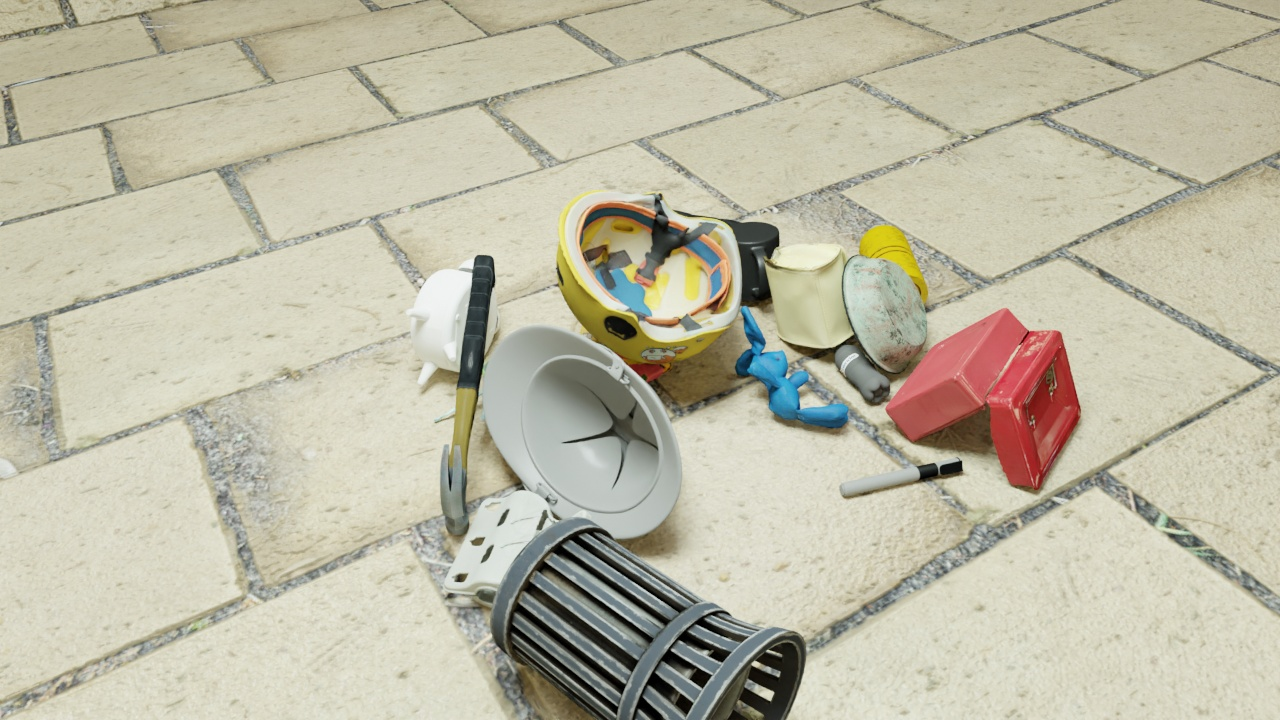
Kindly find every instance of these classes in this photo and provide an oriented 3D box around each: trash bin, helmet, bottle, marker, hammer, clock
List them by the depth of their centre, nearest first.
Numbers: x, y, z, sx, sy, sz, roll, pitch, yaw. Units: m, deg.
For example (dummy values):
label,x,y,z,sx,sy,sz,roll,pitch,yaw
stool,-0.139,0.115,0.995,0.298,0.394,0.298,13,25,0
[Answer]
label,x,y,z,sx,sy,sz,roll,pitch,yaw
trash bin,-0.003,0.242,0.771,0.228,0.164,0.163,26,47,35
helmet,-0.042,0.072,1.000,0.271,0.184,0.117,40,19,24
marker,0.285,0.128,1.005,0.140,0.016,0.016,-11,40,-10
hammer,-0.189,0.017,1.018,0.025,0.118,0.332,3,55,-4
helmet,-0.005,-0.088,1.106,0.240,0.140,0.208,19,52,-12
bottle,0.267,0.008,1.136,0.036,0.036,0.110,-15,41,-15
clock,-0.226,-0.050,1.162,0.073,0.125,0.160,13,36,18
bottle,0.349,-0.136,1.286,0.071,0.071,0.163,-1,39,1

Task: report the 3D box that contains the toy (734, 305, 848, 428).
label,x,y,z,sx,sy,sz,roll,pitch,yaw
toy,0.167,0.024,1.094,0.071,0.113,0.176,-41,72,-9

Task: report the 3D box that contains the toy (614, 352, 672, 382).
label,x,y,z,sx,sy,sz,roll,pitch,yaw
toy,-0.007,0.007,1.149,0.103,0.046,0.084,-20,30,-29

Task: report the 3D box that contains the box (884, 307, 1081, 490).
label,x,y,z,sx,sy,sz,roll,pitch,yaw
box,0.386,0.035,1.051,0.169,0.154,0.156,5,34,44

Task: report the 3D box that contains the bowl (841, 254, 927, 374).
label,x,y,z,sx,sy,sz,roll,pitch,yaw
bowl,0.309,-0.063,1.135,0.039,0.157,0.157,-23,23,40

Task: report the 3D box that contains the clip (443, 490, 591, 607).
label,x,y,z,sx,sy,sz,roll,pitch,yaw
clip,-0.114,0.189,0.923,0.143,0.073,0.124,1,41,15

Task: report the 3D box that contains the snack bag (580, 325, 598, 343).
label,x,y,z,sx,sy,sz,roll,pitch,yaw
snack bag,-0.066,-0.045,1.232,0.026,0.020,0.099,2,40,3

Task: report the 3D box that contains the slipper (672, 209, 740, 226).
label,x,y,z,sx,sy,sz,roll,pitch,yaw
slipper,0.064,-0.168,1.329,0.267,0.076,0.113,3,29,-23

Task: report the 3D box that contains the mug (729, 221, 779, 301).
label,x,y,z,sx,sy,sz,roll,pitch,yaw
mug,0.156,-0.130,1.256,0.078,0.088,0.113,-9,30,-5

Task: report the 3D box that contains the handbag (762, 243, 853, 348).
label,x,y,z,sx,sy,sz,roll,pitch,yaw
handbag,0.214,-0.087,1.171,0.081,0.119,0.111,-33,28,-29

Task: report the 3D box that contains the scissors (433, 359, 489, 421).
label,x,y,z,sx,sy,sz,roll,pitch,yaw
scissors,-0.174,0.025,1.114,0.174,0.022,0.171,-21,27,9
